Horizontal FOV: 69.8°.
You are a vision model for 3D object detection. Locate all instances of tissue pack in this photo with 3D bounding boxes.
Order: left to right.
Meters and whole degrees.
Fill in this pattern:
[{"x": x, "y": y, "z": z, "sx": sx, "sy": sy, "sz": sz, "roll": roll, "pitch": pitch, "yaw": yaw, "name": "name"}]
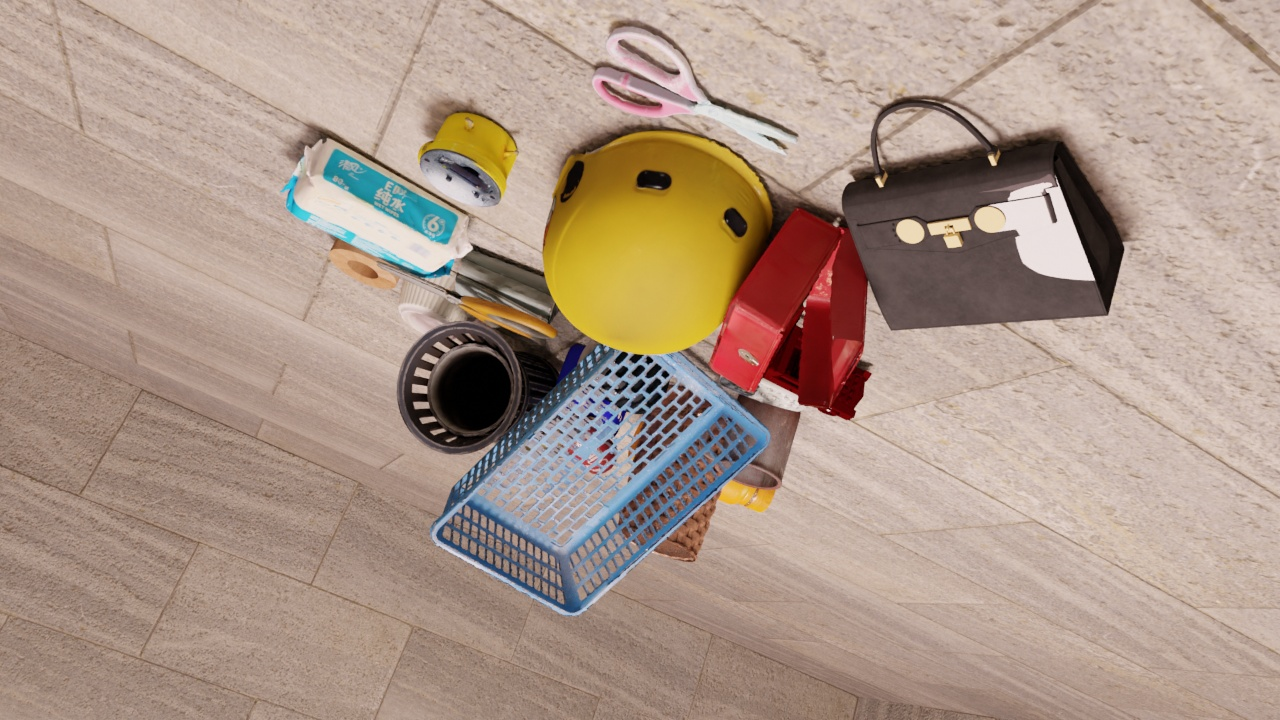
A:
[{"x": -0.288, "y": -0.161, "z": 1.026, "sx": 0.209, "sy": 0.066, "sz": 0.117, "roll": 29, "pitch": 156, "yaw": -24, "name": "tissue pack"}]

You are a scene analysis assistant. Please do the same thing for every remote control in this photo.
[{"x": 0.155, "y": 0.031, "z": 1.138, "sx": 0.114, "sy": 0.028, "sz": 0.060, "roll": 21, "pitch": 157, "yaw": -1, "name": "remote control"}]

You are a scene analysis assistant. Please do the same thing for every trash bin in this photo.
[{"x": -0.199, "y": 0.046, "z": 1.240, "sx": 0.164, "sy": 0.164, "sz": 0.227, "roll": 14, "pitch": 177, "yaw": 14, "name": "trash bin"}, {"x": 0.050, "y": 0.162, "z": 1.289, "sx": 0.151, "sy": 0.209, "sz": 0.151, "roll": 18, "pitch": 158, "yaw": 7, "name": "trash bin"}]

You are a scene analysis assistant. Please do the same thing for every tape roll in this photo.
[{"x": -0.358, "y": -0.130, "z": 1.203, "sx": 0.094, "sy": 0.027, "sz": 0.094, "roll": 17, "pitch": 158, "yaw": 7, "name": "tape roll"}]

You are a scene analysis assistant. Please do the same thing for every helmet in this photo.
[{"x": 0.005, "y": -0.088, "z": 0.845, "sx": 0.209, "sy": 0.139, "sz": 0.241, "roll": 25, "pitch": 157, "yaw": -12, "name": "helmet"}]

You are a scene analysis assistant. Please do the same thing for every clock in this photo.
[{"x": -0.167, "y": -0.186, "z": 0.874, "sx": 0.083, "sy": 0.057, "sz": 0.119, "roll": 30, "pitch": 156, "yaw": -25, "name": "clock"}]

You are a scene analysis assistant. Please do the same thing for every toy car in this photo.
[{"x": 0.178, "y": 0.005, "z": 1.002, "sx": 0.169, "sy": 0.070, "sz": 0.062, "roll": 26, "pitch": 169, "yaw": -14, "name": "toy car"}]

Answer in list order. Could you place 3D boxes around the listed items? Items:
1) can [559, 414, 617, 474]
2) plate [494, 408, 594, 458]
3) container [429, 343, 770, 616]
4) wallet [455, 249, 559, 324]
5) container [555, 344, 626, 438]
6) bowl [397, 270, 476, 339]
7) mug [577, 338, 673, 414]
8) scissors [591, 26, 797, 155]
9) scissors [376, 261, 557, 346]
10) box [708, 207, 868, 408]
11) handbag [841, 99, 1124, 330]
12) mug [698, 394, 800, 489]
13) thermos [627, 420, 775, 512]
[{"x": -0.072, "y": 0.116, "z": 1.268, "sx": 0.054, "sy": 0.054, "sz": 0.096, "roll": 7, "pitch": 153, "yaw": 30, "name": "can"}, {"x": -0.138, "y": 0.090, "z": 1.407, "sx": 0.184, "sy": 0.183, "sz": 0.036, "roll": 11, "pitch": 115, "yaw": 21, "name": "plate"}, {"x": -0.052, "y": 0.129, "z": 1.128, "sx": 0.257, "sy": 0.363, "sz": 0.089, "roll": 40, "pitch": -168, "yaw": -33, "name": "container"}, {"x": -0.164, "y": -0.082, "z": 1.126, "sx": 0.131, "sy": 0.054, "sz": 0.101, "roll": 25, "pitch": 156, "yaw": -1, "name": "wallet"}, {"x": -0.065, "y": 0.044, "z": 1.282, "sx": 0.084, "sy": 0.085, "sz": 0.114, "roll": 15, "pitch": 156, "yaw": 11, "name": "container"}, {"x": -0.269, "y": -0.072, "z": 1.216, "sx": 0.115, "sy": 0.062, "sz": 0.115, "roll": 17, "pitch": 158, "yaw": 7, "name": "bowl"}, {"x": -0.007, "y": 0.007, "z": 1.168, "sx": 0.122, "sy": 0.085, "sz": 0.094, "roll": -36, "pitch": 127, "yaw": 29, "name": "mug"}, {"x": 0.049, "y": -0.204, "z": 0.707, "sx": 0.178, "sy": 0.016, "sz": 0.101, "roll": 21, "pitch": 157, "yaw": -1, "name": "scissors"}, {"x": -0.202, "y": -0.070, "z": 1.076, "sx": 0.229, "sy": 0.016, "sz": 0.114, "roll": 25, "pitch": 166, "yaw": -19, "name": "scissors"}, {"x": 0.136, "y": -0.048, "z": 0.845, "sx": 0.126, "sy": 0.136, "sz": 0.157, "roll": 12, "pitch": 157, "yaw": 5, "name": "box"}, {"x": 0.242, "y": -0.119, "z": 0.700, "sx": 0.176, "sy": 0.072, "sz": 0.196, "roll": -3, "pitch": 138, "yaw": 44, "name": "handbag"}, {"x": 0.141, "y": 0.102, "z": 1.214, "sx": 0.123, "sy": 0.110, "sz": 0.096, "roll": 13, "pitch": 152, "yaw": 19, "name": "mug"}, {"x": 0.100, "y": 0.162, "z": 1.441, "sx": 0.232, "sy": 0.091, "sz": 0.076, "roll": 25, "pitch": 129, "yaw": -12, "name": "thermos"}]
